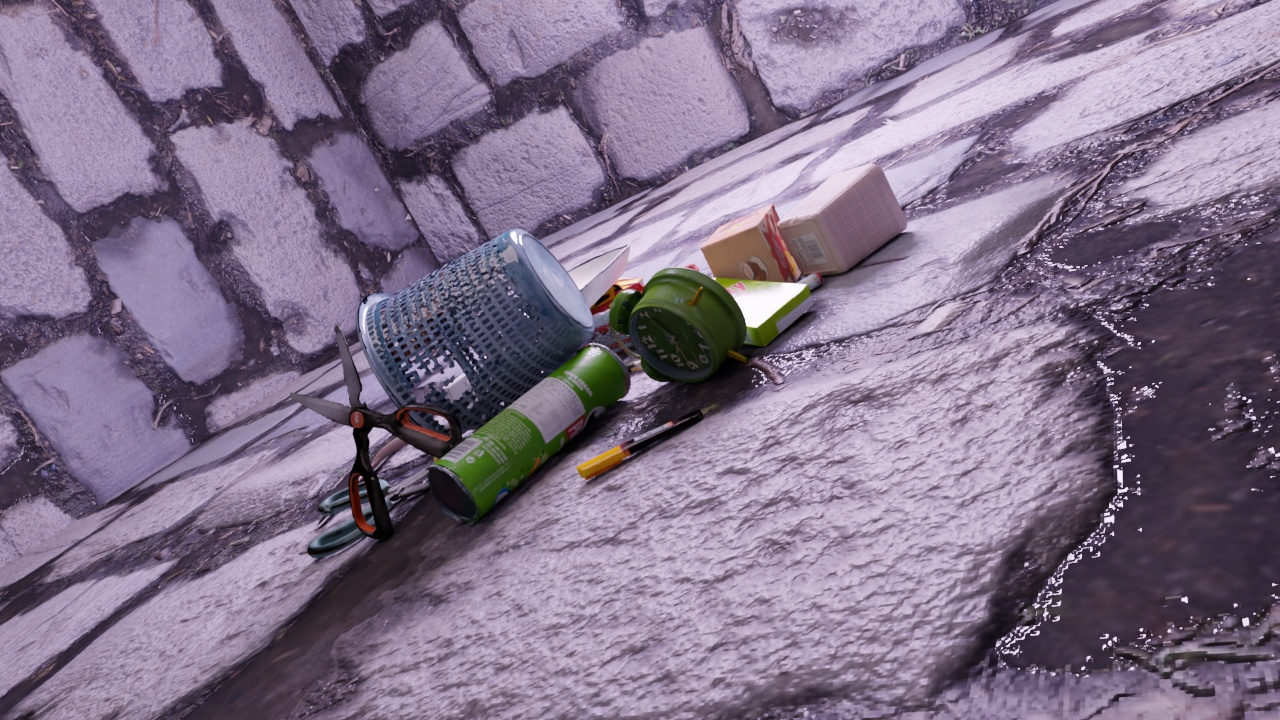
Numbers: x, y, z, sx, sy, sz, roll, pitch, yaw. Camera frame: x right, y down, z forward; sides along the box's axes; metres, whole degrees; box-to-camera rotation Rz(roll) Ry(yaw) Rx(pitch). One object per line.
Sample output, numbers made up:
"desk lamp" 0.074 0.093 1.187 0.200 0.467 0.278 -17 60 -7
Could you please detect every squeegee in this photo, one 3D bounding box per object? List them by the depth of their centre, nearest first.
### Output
"squeegee" -0.276 0.103 1.197 0.250 0.040 0.247 -22 15 19

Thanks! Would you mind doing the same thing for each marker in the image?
"marker" 0.000 0.075 0.825 0.124 0.015 0.018 -26 15 -4
"marker" 0.140 -0.059 1.028 0.145 0.017 0.017 -29 14 -6

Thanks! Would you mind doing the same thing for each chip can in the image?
"chip can" -0.108 0.069 0.927 0.072 0.072 0.235 -12 21 48

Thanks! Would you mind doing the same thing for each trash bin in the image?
"trash bin" -0.168 -0.034 1.032 0.195 0.226 0.226 -35 12 13

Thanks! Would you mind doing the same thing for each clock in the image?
"clock" 0.032 -0.031 0.937 0.162 0.116 0.056 -8 34 47

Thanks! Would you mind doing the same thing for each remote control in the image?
"remote control" -0.215 0.027 1.307 0.021 0.058 0.149 -9 24 46

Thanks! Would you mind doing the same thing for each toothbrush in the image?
"toothbrush" -0.006 0.006 1.085 0.186 0.012 0.017 -18 11 35

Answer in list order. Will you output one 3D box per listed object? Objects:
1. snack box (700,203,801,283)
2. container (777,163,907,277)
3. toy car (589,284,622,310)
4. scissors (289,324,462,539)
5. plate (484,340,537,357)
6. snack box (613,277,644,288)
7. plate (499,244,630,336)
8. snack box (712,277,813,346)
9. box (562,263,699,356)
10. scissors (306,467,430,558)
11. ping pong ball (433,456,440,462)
"snack box" 0.136 -0.121 1.100 0.077 0.093 0.094 -20 16 27
"container" 0.231 -0.158 1.070 0.110 0.090 0.090 -37 17 -24
"toy car" -0.077 -0.050 1.298 0.156 0.071 0.041 -26 11 16
"scissors" -0.276 0.075 0.944 0.221 0.234 0.021 -4 6 26
"plate" -0.172 -0.041 1.536 0.229 0.028 0.229 -25 14 7
"snack box" -0.061 -0.092 1.451 0.087 0.034 0.140 2 30 30
"plate" -0.098 -0.086 1.242 0.162 0.034 0.265 -23 15 26
"snack box" 0.104 -0.055 1.003 0.085 0.026 0.157 -38 27 -26
"box" -0.018 -0.069 1.186 0.202 0.100 0.102 -23 52 15
"scissors" -0.325 0.168 1.073 0.169 0.019 0.181 -36 23 -31
"ping pong ball" -0.216 0.110 1.052 0.040 0.040 0.040 -26 14 7
